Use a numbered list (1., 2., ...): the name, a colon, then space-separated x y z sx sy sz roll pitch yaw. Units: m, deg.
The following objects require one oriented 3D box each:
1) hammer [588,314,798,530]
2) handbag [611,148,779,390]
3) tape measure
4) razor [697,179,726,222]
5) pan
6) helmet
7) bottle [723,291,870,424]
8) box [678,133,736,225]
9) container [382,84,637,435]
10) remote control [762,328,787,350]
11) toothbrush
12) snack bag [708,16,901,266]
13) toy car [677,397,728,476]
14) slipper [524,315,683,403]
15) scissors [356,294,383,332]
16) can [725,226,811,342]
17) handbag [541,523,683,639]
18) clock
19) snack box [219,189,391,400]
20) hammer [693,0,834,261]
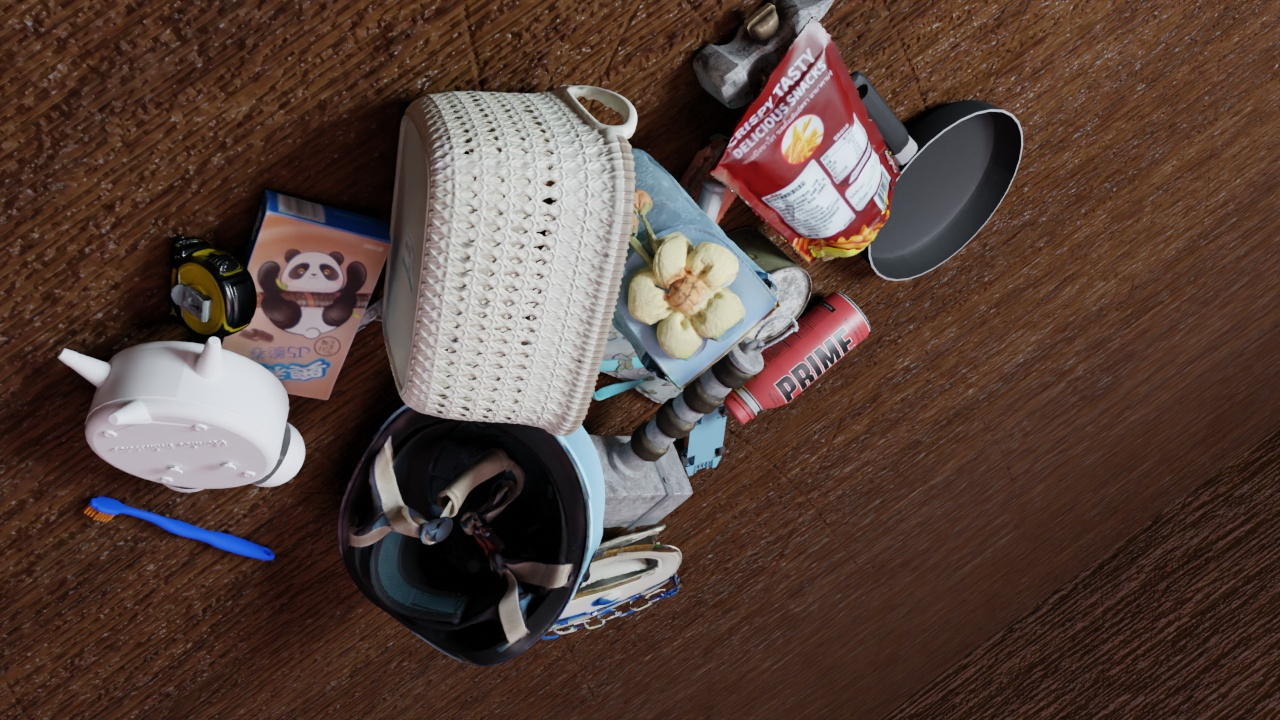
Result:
1. hammer: 0.029 0.062 0.907 0.176 0.079 0.327 6 141 -42
2. handbag: 0.011 -0.079 0.711 0.122 0.192 0.118 -39 157 5
3. tape measure: -0.290 -0.045 0.616 0.034 0.061 0.062 -41 149 -59
4. razor: 0.048 -0.100 0.793 0.088 0.047 0.116 4 119 -23
5. pan: 0.266 -0.196 0.904 0.204 0.044 0.355 -49 143 14
6. helmet: -0.135 0.123 0.816 0.266 0.225 0.166 -57 176 28
7. bottle: 0.167 0.002 1.009 0.176 0.062 0.062 -40 143 -1
8. box: 0.038 -0.112 0.822 0.187 0.056 0.059 -57 170 27
9. container: -0.098 -0.072 0.652 0.142 0.184 0.247 0 122 -24
10. remote control: 0.141 -0.001 1.048 0.050 0.011 0.136 -22 140 -19
11. toothbrush: -0.388 0.148 0.785 0.018 0.016 0.182 -37 143 9
12. snack bag: 0.147 -0.165 0.768 0.139 0.066 0.208 -48 143 7
13. toy car: 0.070 0.081 1.066 0.060 0.027 0.108 -15 128 -26
14. slipper: -0.005 0.005 0.883 0.098 0.054 0.268 -28 150 26
15. scissors: -0.203 -0.036 0.737 0.174 0.014 0.142 20 113 -43
16. can: 0.109 -0.074 0.895 0.089 0.074 0.090 -23 140 -21
17. handbag: -0.043 0.248 1.042 0.200 0.093 0.200 -16 162 -20
18. clock: -0.319 0.050 0.651 0.125 0.072 0.161 -4 147 4
19. snack box: -0.249 -0.043 0.667 0.087 0.034 0.152 13 123 -32
20. hammer: 0.147 -0.191 0.829 0.121 0.049 0.319 -39 144 -2
